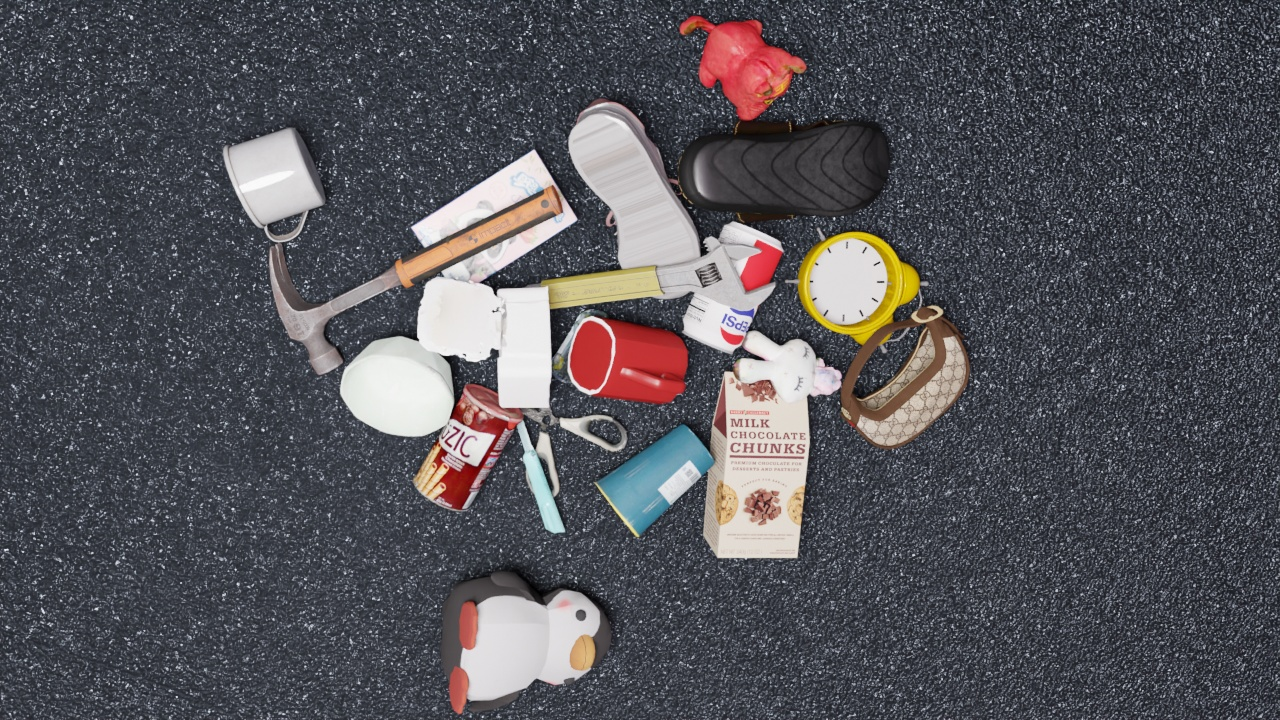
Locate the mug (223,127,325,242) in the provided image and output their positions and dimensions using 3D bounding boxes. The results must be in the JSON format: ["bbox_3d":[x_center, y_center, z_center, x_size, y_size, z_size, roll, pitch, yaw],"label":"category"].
[{"bbox_3d":[-0.357,-0.171,0.914,0.070,0.084,0.113,-21,138,-7],"label":"mug"}]

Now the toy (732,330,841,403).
[{"bbox_3d":[0.164,0.008,1.017,0.122,0.038,0.079,17,57,-3],"label":"toy"}]

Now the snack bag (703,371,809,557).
[{"bbox_3d":[0.134,0.115,1.052,0.094,0.070,0.206,2,101,-10],"label":"snack bag"}]

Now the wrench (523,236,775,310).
[{"bbox_3d":[0.003,-0.079,0.971,0.274,0.018,0.084,-7,113,14],"label":"wrench"}]

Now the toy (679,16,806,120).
[{"bbox_3d":[0.105,-0.318,0.948,0.133,0.094,0.088,38,93,-13],"label":"toy"}]

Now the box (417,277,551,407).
[{"bbox_3d":[-0.156,-0.021,0.924,0.132,0.152,0.107,-3,65,-8],"label":"box"}]

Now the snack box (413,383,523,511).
[{"bbox_3d":[-0.186,0.094,0.991,0.072,0.072,0.121,29,99,-14],"label":"snack box"}]

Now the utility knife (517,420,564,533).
[{"bbox_3d":[-0.116,0.133,1.030,0.022,0.015,0.141,-11,108,19],"label":"utility knife"}]

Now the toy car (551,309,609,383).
[{"bbox_3d":[-0.067,-0.018,1.010,0.038,0.027,0.090,31,93,-37],"label":"toy car"}]

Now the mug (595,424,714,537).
[{"bbox_3d":[0.020,0.131,1.036,0.121,0.078,0.078,-38,105,-5],"label":"mug"}]

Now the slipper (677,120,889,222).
[{"bbox_3d":[0.154,-0.205,0.988,0.267,0.076,0.113,-10,98,-23],"label":"slipper"}]

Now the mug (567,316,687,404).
[{"bbox_3d":[-0.006,0.006,0.968,0.096,0.116,0.080,9,104,-37],"label":"mug"}]

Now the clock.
[{"bbox_3d":[0.248,-0.081,1.042,0.152,0.052,0.113,30,95,-9],"label":"clock"}]

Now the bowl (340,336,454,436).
[{"bbox_3d":[-0.249,0.019,0.964,0.117,0.061,0.118,2,132,3],"label":"bowl"}]

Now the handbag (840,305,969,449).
[{"bbox_3d":[0.299,0.016,1.044,0.166,0.063,0.138,-42,129,1],"label":"handbag"}]

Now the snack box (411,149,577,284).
[{"bbox_3d":[-0.153,-0.146,0.971,0.154,0.033,0.088,-33,106,-2],"label":"snack box"}]

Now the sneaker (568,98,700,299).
[{"bbox_3d":[0.001,-0.174,0.968,0.099,0.089,0.236,-13,129,18],"label":"sneaker"}]

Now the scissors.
[{"bbox_3d":[-0.097,0.082,1.036,0.171,0.012,0.157,15,100,-8],"label":"scissors"}]

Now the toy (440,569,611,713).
[{"bbox_3d":[-0.127,0.306,1.034,0.183,0.140,0.159,6,101,-26],"label":"toy"}]

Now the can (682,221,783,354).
[{"bbox_3d":[0.100,-0.079,1.006,0.070,0.070,0.132,22,97,-13],"label":"can"}]

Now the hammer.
[{"bbox_3d":[-0.229,-0.109,0.934,0.315,0.035,0.138,-24,107,8],"label":"hammer"}]
